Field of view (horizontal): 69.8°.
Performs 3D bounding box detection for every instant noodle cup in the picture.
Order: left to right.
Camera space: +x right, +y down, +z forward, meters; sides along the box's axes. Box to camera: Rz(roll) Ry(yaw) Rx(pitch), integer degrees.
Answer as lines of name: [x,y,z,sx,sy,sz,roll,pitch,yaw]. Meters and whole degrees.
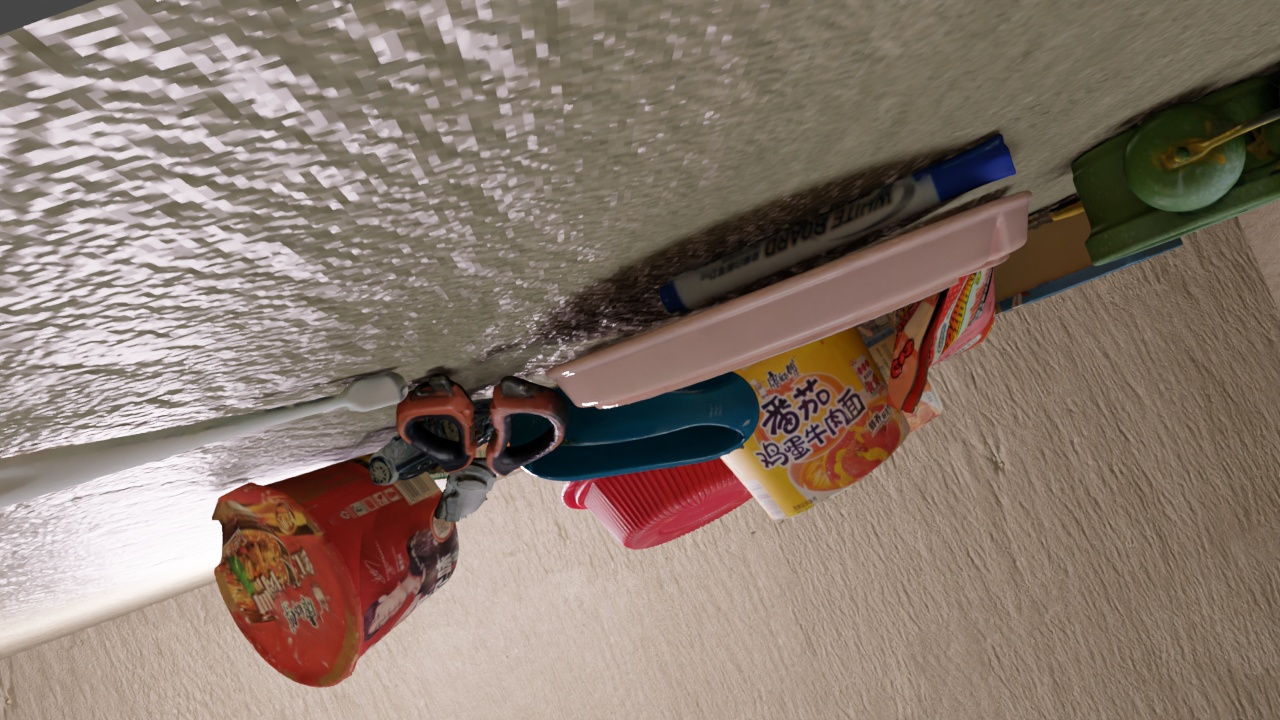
instant noodle cup: [-0.194,0.128,0.609,0.138,0.138,0.108,-24,-178,35]
instant noodle cup: [0.035,0.097,0.746,0.193,0.065,0.194,-23,159,-10]
instant noodle cup: [0.101,0.029,0.600,0.138,0.110,0.138,-36,179,-1]
instant noodle cup: [0.173,0.017,0.768,0.111,0.151,0.151,-29,173,10]

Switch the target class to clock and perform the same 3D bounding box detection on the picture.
clock: [0.279,-0.096,0.447,0.116,0.056,0.161,-21,175,1]

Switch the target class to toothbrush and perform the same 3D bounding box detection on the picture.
toothbrush: [-0.162,0.028,0.315,0.179,0.016,0.016,-16,179,-44]

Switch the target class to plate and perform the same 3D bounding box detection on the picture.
plate: [0.067,-0.024,0.427,0.229,0.028,0.229,-20,-179,0]

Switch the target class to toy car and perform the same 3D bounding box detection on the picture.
toy car: [-0.120,0.046,0.550,0.106,0.031,0.048,-29,167,28]

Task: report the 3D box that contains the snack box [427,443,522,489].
snack box: [-0.166,0.089,0.743,0.077,0.027,0.155,-16,172,20]

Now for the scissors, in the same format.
scissors: [-0.105,0.056,0.501,0.210,0.015,0.182,-17,148,33]

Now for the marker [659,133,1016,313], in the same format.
marker: [0.074,-0.051,0.366,0.146,0.017,0.016,-22,174,21]

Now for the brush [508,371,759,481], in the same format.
brush: [-0.005,0.035,0.513,0.144,0.055,0.073,-9,170,7]

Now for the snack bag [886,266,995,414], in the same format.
snack bag: [0.196,-0.034,0.591,0.129,0.073,0.207,-64,165,10]

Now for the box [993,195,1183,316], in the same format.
box: [0.310,-0.079,0.696,0.089,0.063,0.185,-17,175,-36]

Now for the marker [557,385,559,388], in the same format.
marker: [-0.004,0.004,0.604,0.131,0.022,0.020,-15,166,-48]
